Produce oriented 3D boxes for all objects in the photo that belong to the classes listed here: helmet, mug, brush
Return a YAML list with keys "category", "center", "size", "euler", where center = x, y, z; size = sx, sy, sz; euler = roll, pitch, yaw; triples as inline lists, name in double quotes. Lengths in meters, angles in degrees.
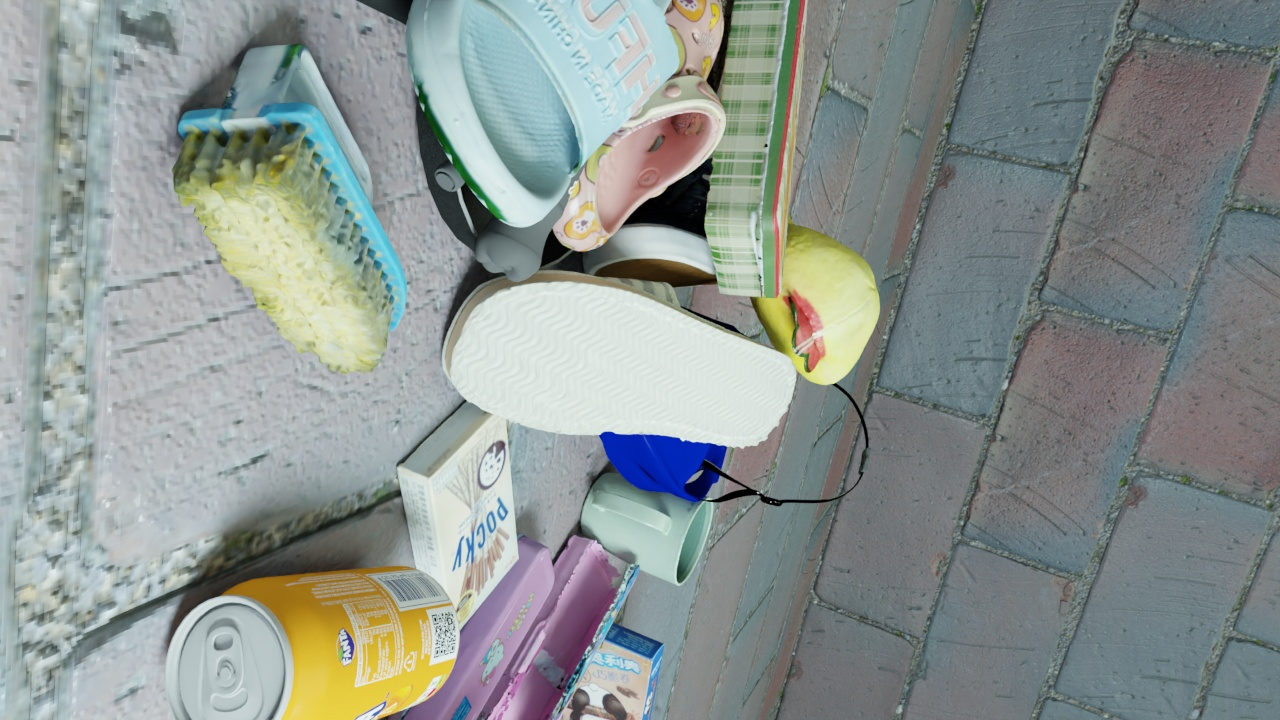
- category: "helmet"
  center: [0.072, 0.042, 0.758]
  size: [0.242, 0.228, 0.147]
  euler: [64, 39, -58]
- category: "mug"
  center: [0.000, 0.143, 0.831]
  size: [0.084, 0.104, 0.111]
  euler: [-67, 160, -14]
- category: "brush"
  center: [-0.137, -0.057, 0.394]
  size: [0.136, 0.055, 0.075]
  euler: [77, 15, -54]

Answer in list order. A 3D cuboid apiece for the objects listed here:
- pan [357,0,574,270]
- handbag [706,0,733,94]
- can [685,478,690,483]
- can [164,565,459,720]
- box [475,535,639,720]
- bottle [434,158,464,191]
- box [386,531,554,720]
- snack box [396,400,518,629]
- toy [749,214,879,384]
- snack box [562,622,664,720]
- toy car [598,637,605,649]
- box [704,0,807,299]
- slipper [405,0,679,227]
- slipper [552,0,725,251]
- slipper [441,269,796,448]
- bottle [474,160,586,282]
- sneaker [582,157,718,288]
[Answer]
- category: "pan"
  center: [-0.079, -0.163, 0.478]
  size: [0.355, 0.034, 0.225]
  euler: [-6, 113, -68]
- category: "handbag"
  center: [0.045, -0.260, 0.688]
  size: [0.138, 0.063, 0.167]
  euler: [-57, 155, -59]
- category: "can"
  center: [0.027, 0.084, 0.903]
  size: [0.076, 0.067, 0.067]
  euler: [-66, 159, -16]
- category: "can"
  center: [-0.158, 0.147, 0.465]
  size: [0.079, 0.079, 0.142]
  euler: [-71, 160, -3]
- category: "box"
  center: [-0.069, 0.266, 0.770]
  size: [0.229, 0.077, 0.085]
  euler: [-58, 136, -33]
- category: "bottle"
  center: [-0.065, -0.120, 0.454]
  size: [0.112, 0.030, 0.030]
  euler: [-57, 155, -36]
- category: "box"
  center: [-0.130, 0.226, 0.670]
  size: [0.213, 0.036, 0.076]
  euler: [-58, 159, -33]
- category: "snack box"
  center: [-0.117, 0.105, 0.611]
  size: [0.081, 0.026, 0.150]
  euler: [-50, 150, -46]
- category: "toy"
  center: [0.133, -0.058, 0.742]
  size: [0.207, 0.092, 0.134]
  euler: [-103, 168, -67]
- category: "snack box"
  center: [-0.030, 0.340, 0.939]
  size: [0.034, 0.087, 0.151]
  euler: [-37, 140, -59]
- category: "toy car"
  center: [-0.063, 0.255, 0.866]
  size: [0.089, 0.027, 0.038]
  euler: [12, 87, -54]
- category: "box"
  center: [0.084, -0.155, 0.637]
  size: [0.118, 0.050, 0.205]
  euler: [63, 34, -65]
- category: "slipper"
  center: [-0.023, -0.170, 0.425]
  size: [0.104, 0.074, 0.244]
  euler: [52, 50, -35]
- category: "slipper"
  center: [0.013, -0.148, 0.568]
  size: [0.197, 0.081, 0.093]
  euler: [-64, 160, -16]
- category: "slipper"
  center: [-0.004, 0.004, 0.618]
  size: [0.272, 0.054, 0.115]
  euler: [12, 114, -34]
- category: "bottle"
  center: [-0.054, -0.097, 0.496]
  size: [0.109, 0.036, 0.036]
  euler: [-67, 159, -10]
- category: "sneaker"
  center: [0.037, -0.121, 0.744]
  size: [0.294, 0.121, 0.127]
  euler: [-19, 102, -68]
